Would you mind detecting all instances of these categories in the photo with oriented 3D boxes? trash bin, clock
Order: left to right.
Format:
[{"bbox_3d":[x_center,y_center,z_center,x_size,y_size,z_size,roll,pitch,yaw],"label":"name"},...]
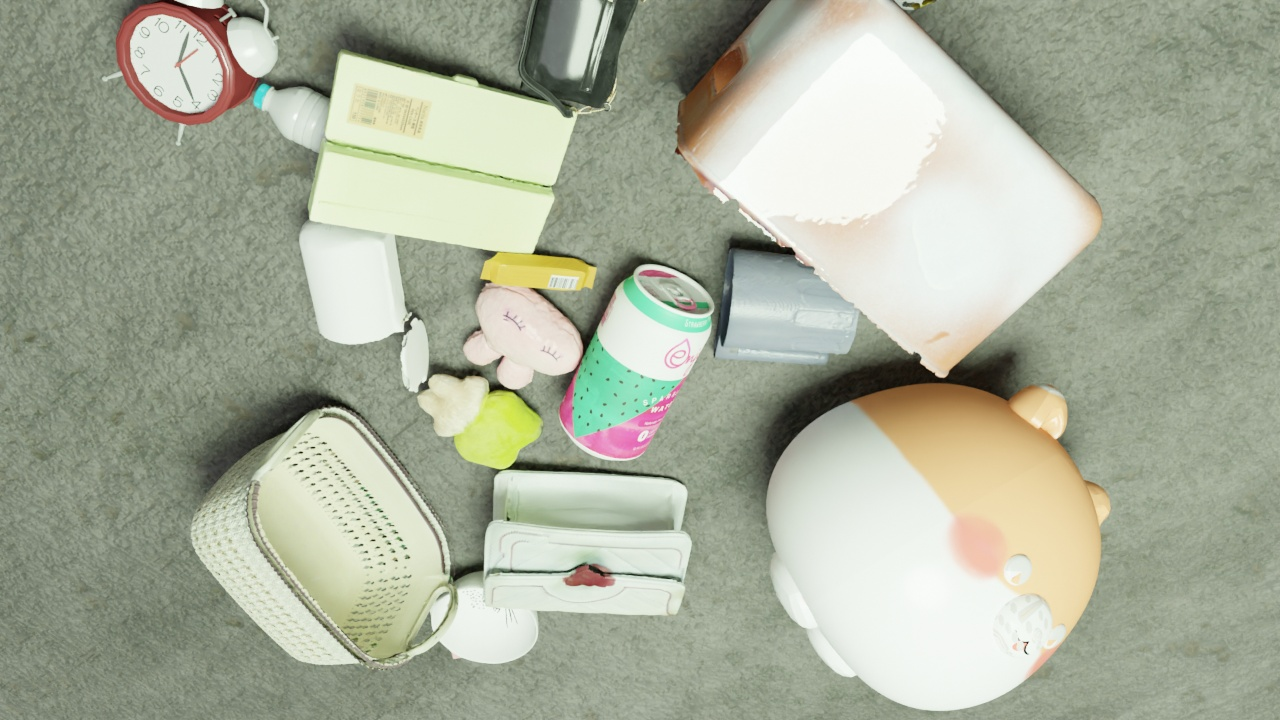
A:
[{"bbox_3d":[-0.342,-0.240,0.707,0.138,0.048,0.096,-36,112,24],"label":"clock"},{"bbox_3d":[0.170,-0.144,0.649,0.259,0.181,0.158,36,115,-15],"label":"trash bin"}]

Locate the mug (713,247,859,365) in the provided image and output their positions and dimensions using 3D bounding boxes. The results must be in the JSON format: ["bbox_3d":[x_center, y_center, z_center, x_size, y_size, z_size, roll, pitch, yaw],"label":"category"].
[{"bbox_3d":[0.121,-0.037,0.782,0.104,0.083,0.124,5,145,-1],"label":"mug"}]

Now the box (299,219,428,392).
[{"bbox_3d":[-0.237,-0.046,0.797,0.094,0.084,0.166,-1,123,-5],"label":"box"}]

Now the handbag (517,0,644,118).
[{"bbox_3d":[-0.044,-0.243,0.680,0.079,0.054,0.129,14,119,-8],"label":"handbag"}]

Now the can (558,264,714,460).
[{"bbox_3d":[-0.005,0.005,0.803,0.088,0.088,0.166,22,120,-9],"label":"can"}]

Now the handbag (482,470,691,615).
[{"bbox_3d":[-0.055,0.192,0.908,0.198,0.096,0.142,3,124,-6],"label":"handbag"}]

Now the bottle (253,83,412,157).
[{"bbox_3d":[-0.241,-0.182,0.736,0.136,0.044,0.044,25,119,-10],"label":"bottle"}]

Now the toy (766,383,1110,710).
[{"bbox_3d":[0.250,0.147,0.771,0.281,0.265,0.263,-33,116,5],"label":"toy"}]

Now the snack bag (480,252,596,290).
[{"bbox_3d":[-0.087,-0.076,0.786,0.099,0.020,0.026,2,135,-21],"label":"snack bag"}]

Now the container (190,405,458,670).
[{"bbox_3d":[-0.301,0.177,0.884,0.143,0.184,0.252,-17,117,27],"label":"container"}]

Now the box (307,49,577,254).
[{"bbox_3d":[-0.153,-0.155,0.717,0.187,0.030,0.139,8,125,-28],"label":"box"}]

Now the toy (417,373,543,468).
[{"bbox_3d":[-0.155,0.054,0.868,0.117,0.043,0.092,33,124,-20],"label":"toy"}]

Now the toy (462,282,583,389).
[{"bbox_3d":[-0.109,-0.018,0.823,0.108,0.053,0.105,35,132,-17],"label":"toy"}]

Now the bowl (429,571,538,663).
[{"bbox_3d":[-0.164,0.270,0.996,0.115,0.050,0.115,2,121,3],"label":"bowl"}]

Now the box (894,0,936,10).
[{"bbox_3d":[0.190,-0.352,0.607,0.128,0.045,0.210,-26,115,16],"label":"box"}]
